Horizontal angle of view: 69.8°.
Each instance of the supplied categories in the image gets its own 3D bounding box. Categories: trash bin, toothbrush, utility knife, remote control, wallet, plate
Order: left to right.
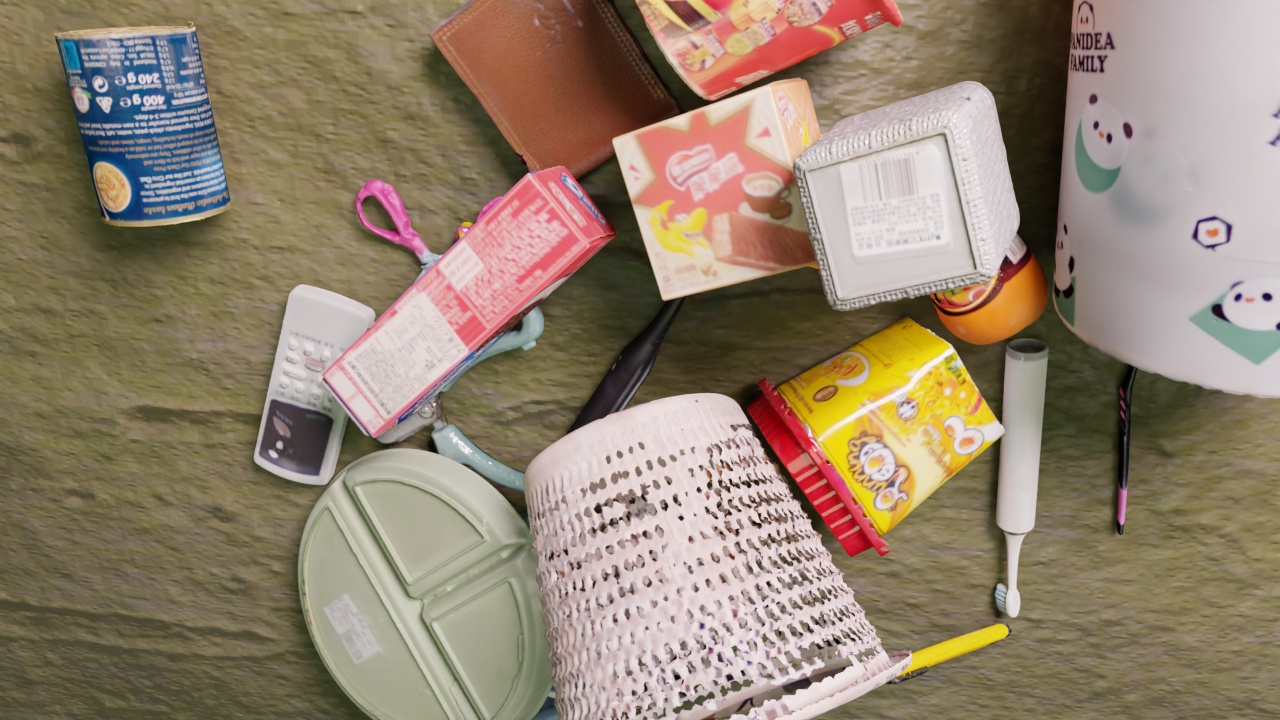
[{"bbox_3d":[-0.234,0.021,0.653,0.058,0.021,0.150,19,113,-4],"label":"remote control"},{"bbox_3d":[-0.162,0.177,0.665,0.230,0.027,0.230,5,102,25],"label":"plate"},{"bbox_3d":[-0.049,-0.174,0.550,0.101,0.032,0.124,-32,109,13],"label":"wallet"},{"bbox_3d":[-0.004,0.004,0.628,0.027,0.026,0.213,22,115,-31],"label":"toothbrush"},{"bbox_3d":[0.024,0.135,0.573,0.228,0.227,0.192,-25,72,14],"label":"trash bin"},{"bbox_3d":[0.185,0.215,0.641,0.230,0.015,0.033,-4,149,-33],"label":"utility knife"},{"bbox_3d":[0.266,0.090,0.646,0.026,0.026,0.221,-19,116,-26],"label":"toothbrush"},{"bbox_3d":[0.329,0.040,0.627,0.018,0.014,0.189,-3,114,16],"label":"toothbrush"},{"bbox_3d":[0.317,-0.133,0.446,0.229,0.229,0.252,-2,119,4],"label":"trash bin"}]

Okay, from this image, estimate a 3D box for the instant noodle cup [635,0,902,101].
[{"bbox_3d":[0.058,-0.208,0.478,0.109,0.137,0.138,-26,110,23],"label":"instant noodle cup"}]

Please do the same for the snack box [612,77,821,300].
[{"bbox_3d":[0.052,-0.095,0.510,0.093,0.076,0.094,-12,103,27],"label":"snack box"}]

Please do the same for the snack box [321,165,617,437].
[{"bbox_3d":[-0.111,-0.034,0.574,0.208,0.057,0.058,-38,92,24],"label":"snack box"}]

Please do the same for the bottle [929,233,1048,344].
[{"bbox_3d":[0.189,-0.084,0.560,0.067,0.066,0.149,-31,101,16],"label":"bottle"}]

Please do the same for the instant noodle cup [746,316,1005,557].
[{"bbox_3d":[0.152,0.043,0.594,0.124,0.116,0.116,-35,107,5],"label":"instant noodle cup"}]

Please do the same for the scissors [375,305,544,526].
[{"bbox_3d":[-0.106,0.034,0.636,0.175,0.019,0.170,44,116,-1],"label":"scissors"}]

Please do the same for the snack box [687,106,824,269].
[{"bbox_3d":[0.095,-0.099,0.550,0.154,0.026,0.075,18,115,17],"label":"snack box"}]

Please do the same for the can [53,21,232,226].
[{"bbox_3d":[-0.298,-0.144,0.555,0.075,0.075,0.111,0,113,4],"label":"can"}]

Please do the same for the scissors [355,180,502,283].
[{"bbox_3d":[-0.137,-0.070,0.611,0.136,0.017,0.134,40,114,-17],"label":"scissors"}]

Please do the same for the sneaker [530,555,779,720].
[{"bbox_3d":[-0.012,0.220,0.688,0.242,0.090,0.089,-22,111,12],"label":"sneaker"}]

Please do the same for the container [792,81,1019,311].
[{"bbox_3d":[0.133,-0.081,0.457,0.090,0.114,0.090,-12,104,28],"label":"container"}]
